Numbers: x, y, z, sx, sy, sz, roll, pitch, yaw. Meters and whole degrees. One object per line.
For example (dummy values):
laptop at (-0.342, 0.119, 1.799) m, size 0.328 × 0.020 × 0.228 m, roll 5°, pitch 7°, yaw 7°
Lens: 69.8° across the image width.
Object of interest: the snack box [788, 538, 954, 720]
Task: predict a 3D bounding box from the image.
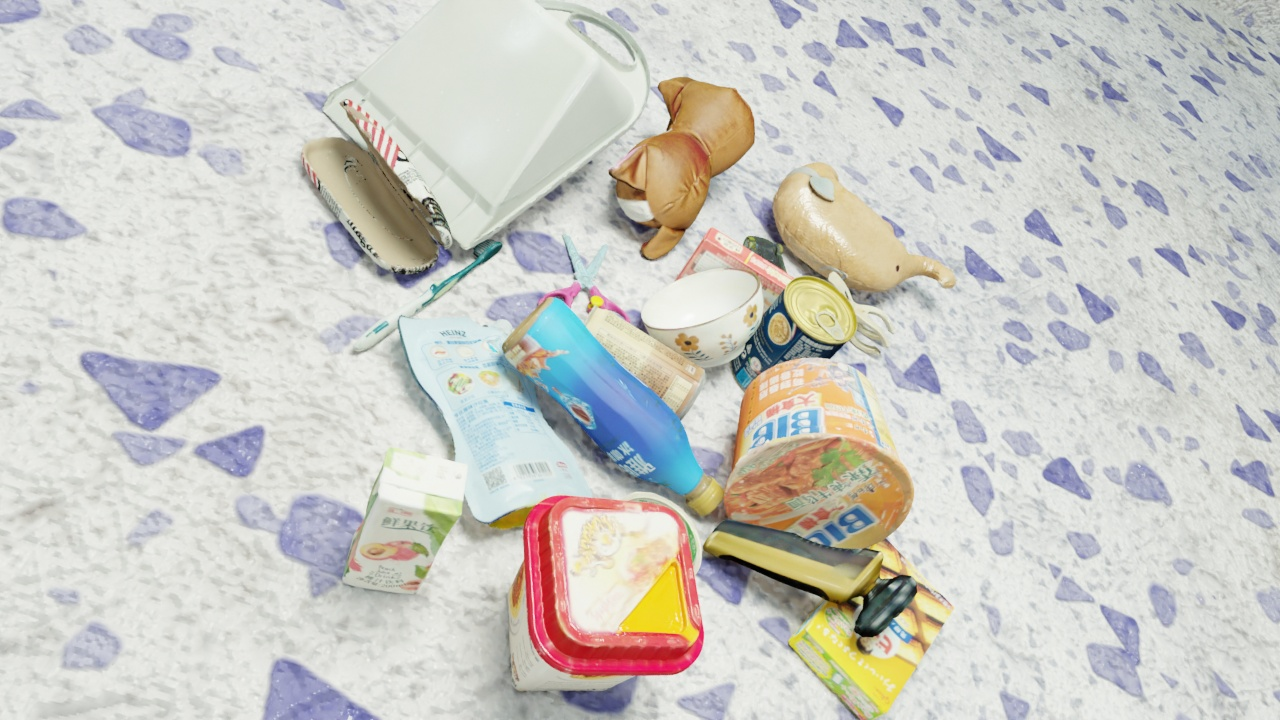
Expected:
snack box at (0.194, 0.219, 0.761) m, size 0.087 × 0.034 × 0.140 m, roll 46°, pitch 49°, yaw 11°

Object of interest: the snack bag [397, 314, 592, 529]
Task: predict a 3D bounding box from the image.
snack bag at (-0.116, 0.040, 0.724) m, size 0.110 × 0.039 × 0.191 m, roll -10°, pitch 59°, yaw -36°

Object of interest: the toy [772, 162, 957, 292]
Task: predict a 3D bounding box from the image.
toy at (0.248, -0.132, 1.034) m, size 0.226 × 0.083 × 0.143 m, roll 39°, pitch 55°, yaw 0°

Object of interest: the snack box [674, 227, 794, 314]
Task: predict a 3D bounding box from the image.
snack box at (0.114, -0.063, 0.907) m, size 0.153 × 0.075 × 0.025 m, roll 31°, pitch 47°, yaw -4°

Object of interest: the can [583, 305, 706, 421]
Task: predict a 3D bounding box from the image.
can at (-0.005, 0.005, 0.799) m, size 0.116 × 0.059 × 0.058 m, roll 32°, pitch 46°, yaw -4°

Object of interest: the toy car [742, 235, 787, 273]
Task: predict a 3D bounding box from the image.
toy car at (0.130, -0.093, 0.967) m, size 0.043 × 0.036 × 0.091 m, roll 10°, pitch 52°, yaw -21°

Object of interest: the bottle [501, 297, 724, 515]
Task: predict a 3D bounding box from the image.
bottle at (-0.015, 0.044, 0.748) m, size 0.218 × 0.065 × 0.065 m, roll 45°, pitch 45°, yaw -9°

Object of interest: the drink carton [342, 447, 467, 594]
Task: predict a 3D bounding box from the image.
drink carton at (-0.153, 0.105, 0.594) m, size 0.053 × 0.123 × 0.045 m, roll 16°, pitch 48°, yaw -17°

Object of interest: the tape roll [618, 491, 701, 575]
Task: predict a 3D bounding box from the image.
tape roll at (0.008, 0.146, 0.727) m, size 0.085 × 0.014 × 0.085 m, roll 15°, pitch 49°, yaw -18°

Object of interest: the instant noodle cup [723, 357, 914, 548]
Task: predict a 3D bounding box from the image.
instant noodle cup at (0.145, 0.077, 0.774) m, size 0.151 × 0.152 × 0.111 m, roll 22°, pitch 39°, yaw -13°

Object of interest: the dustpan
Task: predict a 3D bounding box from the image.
dustpan at (-0.122, -0.252, 0.886) m, size 0.222 × 0.258 × 0.142 m, roll 44°, pitch 6°, yaw 17°

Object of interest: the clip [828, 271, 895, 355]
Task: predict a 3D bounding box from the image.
clip at (0.226, -0.048, 0.984) m, size 0.100 × 0.072 × 0.034 m, roll 38°, pitch 47°, yaw -6°

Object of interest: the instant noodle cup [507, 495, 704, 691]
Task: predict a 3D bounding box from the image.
instant noodle cup at (-0.033, 0.164, 0.613) m, size 0.116 × 0.124 × 0.116 m, roll 9°, pitch 52°, yaw -23°

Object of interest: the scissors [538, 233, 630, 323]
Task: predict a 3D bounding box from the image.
scissors at (-0.060, -0.072, 0.862) m, size 0.113 × 0.017 × 0.134 m, roll -6°, pitch 54°, yaw -27°

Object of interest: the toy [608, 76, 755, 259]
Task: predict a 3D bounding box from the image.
toy at (0.033, -0.207, 0.949) m, size 0.140 × 0.131 × 0.199 m, roll 55°, pitch 48°, yaw -36°

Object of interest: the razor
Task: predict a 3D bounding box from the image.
razor at (0.132, 0.168, 0.728) m, size 0.167 × 0.062 × 0.067 m, roll 17°, pitch 70°, yaw 13°

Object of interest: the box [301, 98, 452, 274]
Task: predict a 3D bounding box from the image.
box at (-0.232, -0.143, 0.794) m, size 0.087 × 0.076 × 0.163 m, roll -39°, pitch 77°, yaw -7°

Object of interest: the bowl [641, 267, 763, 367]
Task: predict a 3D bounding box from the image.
bowl at (0.063, -0.033, 0.851) m, size 0.113 × 0.114 × 0.062 m, roll -47°, pitch 126°, yaw -44°

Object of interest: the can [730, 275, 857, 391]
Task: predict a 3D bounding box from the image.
can at (0.141, -0.016, 0.862) m, size 0.075 × 0.111 × 0.075 m, roll 14°, pitch 51°, yaw -18°

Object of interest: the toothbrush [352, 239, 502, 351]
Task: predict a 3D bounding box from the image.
toothbrush at (-0.179, -0.060, 0.784) m, size 0.018 × 0.016 × 0.191 m, roll 33°, pitch 45°, yaw 11°
